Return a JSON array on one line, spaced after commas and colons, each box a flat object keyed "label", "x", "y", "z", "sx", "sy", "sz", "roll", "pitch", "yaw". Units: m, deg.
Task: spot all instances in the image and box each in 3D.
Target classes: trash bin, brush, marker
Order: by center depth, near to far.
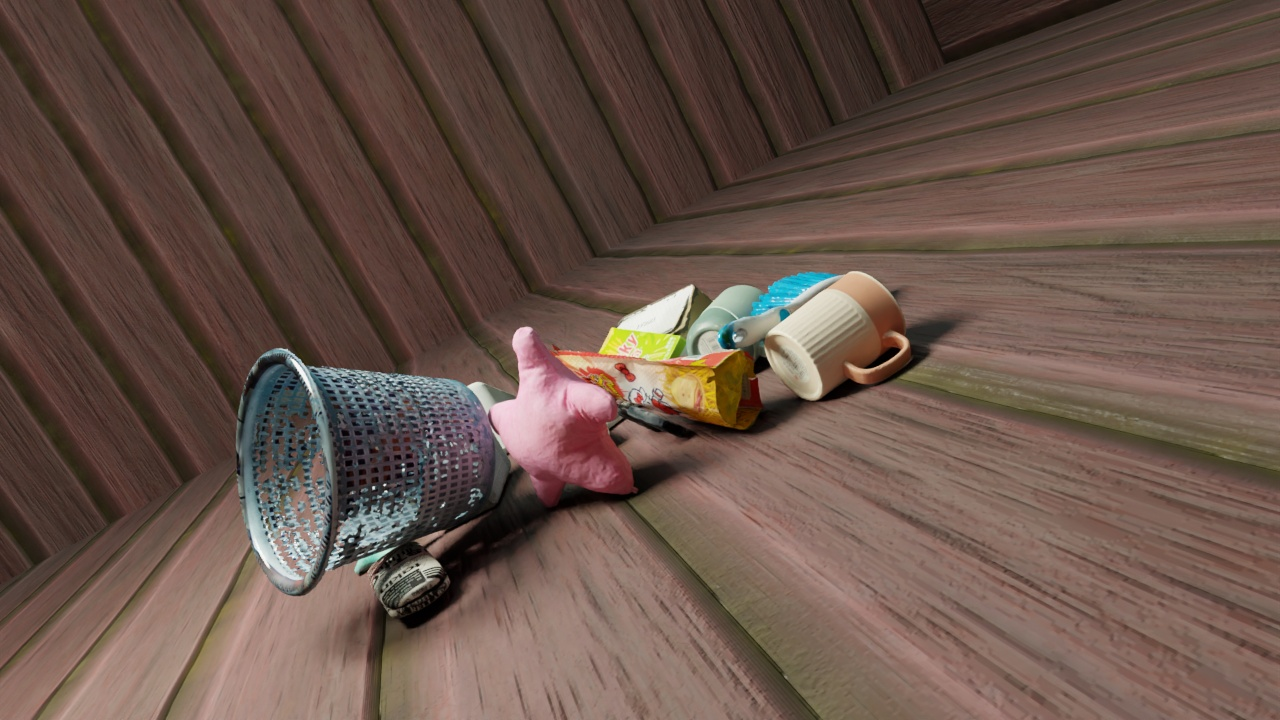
[{"label": "trash bin", "x": -0.260, "y": 0.099, "z": 0.901, "sx": 0.194, "sy": 0.226, "sz": 0.227, "roll": -3, "pitch": -8, "yaw": -42}, {"label": "brush", "x": 0.154, "y": -0.052, "z": 0.963, "sx": 0.313, "sy": 0.060, "sz": 0.110, "roll": -16, "pitch": 11, "yaw": -40}, {"label": "marker", "x": -0.005, "y": 0.049, "z": 1.129, "sx": 0.145, "sy": 0.017, "sz": 0.017, "roll": -36, "pitch": 15, "yaw": -33}]

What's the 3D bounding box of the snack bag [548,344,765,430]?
[{"label": "snack bag", "x": 0.016, "y": 0.021, "z": 0.923, "sx": 0.208, "sy": 0.128, "sz": 0.073, "roll": 4, "pitch": 70, "yaw": 41}]

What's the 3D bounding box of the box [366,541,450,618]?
[{"label": "box", "x": -0.230, "y": 0.207, "z": 0.891, "sx": 0.070, "sy": 0.055, "sz": 0.164, "roll": -49, "pitch": 19, "yaw": -19}]

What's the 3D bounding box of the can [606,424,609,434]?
[{"label": "can", "x": -0.080, "y": 0.082, "z": 1.072, "sx": 0.053, "sy": 0.053, "sz": 0.135, "roll": -32, "pitch": 13, "yaw": -17}]

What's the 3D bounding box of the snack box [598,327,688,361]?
[{"label": "snack box", "x": -0.007, "y": 0.007, "z": 1.117, "sx": 0.157, "sy": 0.026, "sz": 0.085, "roll": 10, "pitch": 69, "yaw": 57}]

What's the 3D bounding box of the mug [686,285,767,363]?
[{"label": "mug", "x": 0.118, "y": -0.028, "z": 1.054, "sx": 0.112, "sy": 0.082, "sz": 0.106, "roll": 12, "pitch": 29, "yaw": 21}]

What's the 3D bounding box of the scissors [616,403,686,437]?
[{"label": "scissors", "x": -0.031, "y": 0.043, "z": 0.951, "sx": 0.014, "sy": 0.178, "sz": 0.159, "roll": -66, "pitch": -20, "yaw": -8}]

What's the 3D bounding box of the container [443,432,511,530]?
[{"label": "container", "x": -0.213, "y": 0.132, "z": 1.077, "sx": 0.090, "sy": 0.090, "sz": 0.114, "roll": -27, "pitch": 15, "yaw": 5}]

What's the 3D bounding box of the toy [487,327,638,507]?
[{"label": "toy", "x": -0.075, "y": 0.076, "z": 0.884, "sx": 0.074, "sy": 0.178, "sz": 0.195, "roll": -36, "pitch": -20, "yaw": -41}]

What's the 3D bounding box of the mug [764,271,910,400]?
[{"label": "mug", "x": 0.190, "y": -0.015, "z": 0.852, "sx": 0.105, "sy": 0.082, "sz": 0.114, "roll": -34, "pitch": 43, "yaw": -19}]

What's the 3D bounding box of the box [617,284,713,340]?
[{"label": "box", "x": 0.031, "y": -0.034, "z": 1.197, "sx": 0.185, "sy": 0.060, "sz": 0.089, "roll": -18, "pitch": 40, "yaw": 50}]

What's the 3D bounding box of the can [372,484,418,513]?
[{"label": "can", "x": -0.303, "y": 0.180, "z": 1.140, "sx": 0.058, "sy": 0.058, "sz": 0.147, "roll": -34, "pitch": 14, "yaw": -28}]

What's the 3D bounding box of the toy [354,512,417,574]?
[{"label": "toy", "x": -0.279, "y": 0.208, "z": 1.031, "sx": 0.096, "sy": 0.030, "sz": 0.092, "roll": -55, "pitch": 24, "yaw": -18}]

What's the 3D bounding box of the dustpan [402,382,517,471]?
[{"label": "dustpan", "x": -0.258, "y": 0.139, "z": 1.331, "sx": 0.222, "sy": 0.142, "sz": 0.258, "roll": -28, "pitch": -17, "yaw": -1}]
